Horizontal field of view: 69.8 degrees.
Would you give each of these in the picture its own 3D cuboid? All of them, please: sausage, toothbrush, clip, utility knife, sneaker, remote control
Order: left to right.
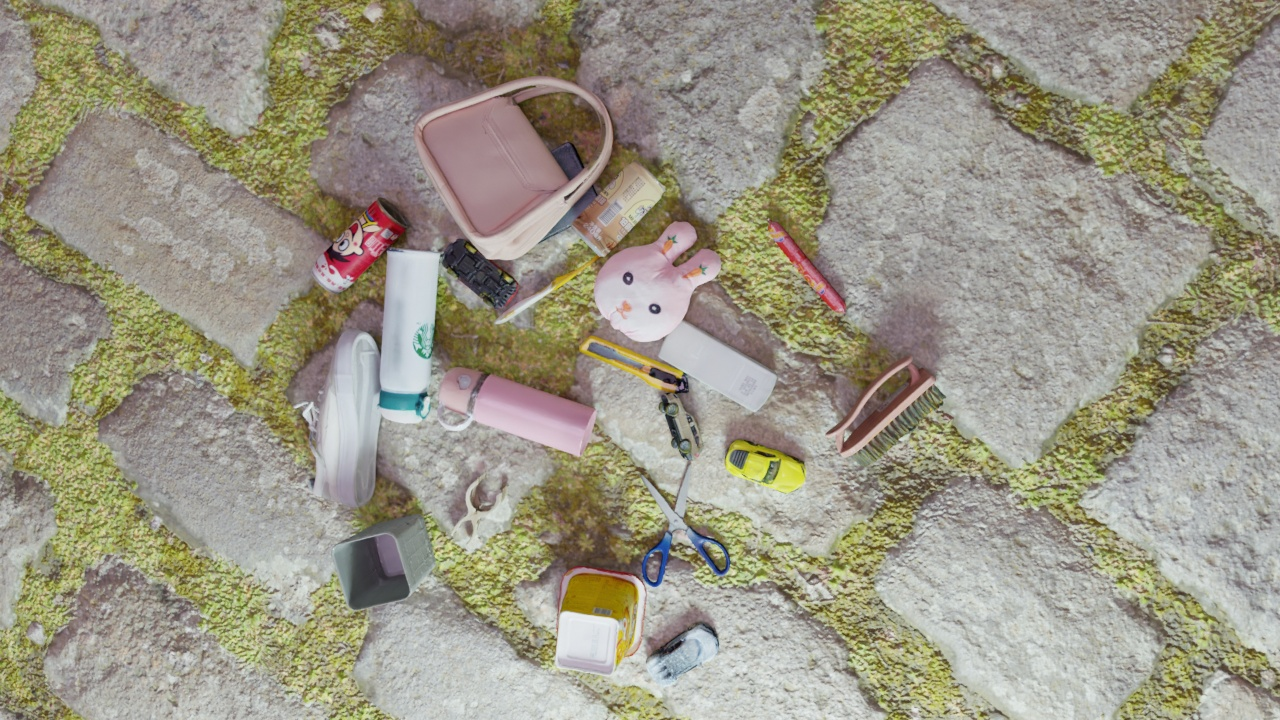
[{"bbox_3d":[-0.399,0.072,1.211,0.091,0.089,0.242,9,104,11],"label":"sneaker"},{"bbox_3d":[-0.226,0.189,1.223,0.105,0.034,0.084,-40,93,18],"label":"clip"},{"bbox_3d":[-0.112,-0.101,1.183,0.191,0.016,0.018,-32,80,10],"label":"toothbrush"},{"bbox_3d":[-0.007,0.007,1.179,0.154,0.015,0.033,22,96,5],"label":"utility knife"},{"bbox_3d":[0.098,0.006,1.162,0.150,0.021,0.058,31,99,4],"label":"remote control"},{"bbox_3d":[0.204,-0.115,1.135,0.020,0.020,0.156,-40,90,10],"label":"sausage"}]

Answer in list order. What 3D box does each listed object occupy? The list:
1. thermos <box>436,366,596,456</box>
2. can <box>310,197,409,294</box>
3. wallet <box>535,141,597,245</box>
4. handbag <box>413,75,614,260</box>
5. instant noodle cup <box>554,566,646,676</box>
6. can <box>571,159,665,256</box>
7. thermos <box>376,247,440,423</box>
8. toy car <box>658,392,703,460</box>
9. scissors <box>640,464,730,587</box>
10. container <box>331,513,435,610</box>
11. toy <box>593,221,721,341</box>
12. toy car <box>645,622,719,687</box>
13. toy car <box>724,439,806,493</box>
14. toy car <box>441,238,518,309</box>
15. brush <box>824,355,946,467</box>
[{"bbox_3d":[-0.162,0.071,1.177,0.198,0.067,0.087,17,63,4],"label":"thermos"},{"bbox_3d":[-0.365,-0.148,1.192,0.133,0.053,0.053,-42,89,10],"label":"can"},{"bbox_3d":[-0.120,-0.209,1.170,0.121,0.019,0.097,-26,91,8],"label":"wallet"},{"bbox_3d":[-0.142,-0.255,1.132,0.234,0.093,0.193,-33,81,-1],"label":"handbag"},{"bbox_3d":[-0.057,0.336,1.169,0.116,0.123,0.116,7,97,6],"label":"instant noodle cup"},{"bbox_3d":[-0.028,-0.187,1.134,0.058,0.058,0.116,44,93,1],"label":"can"},{"bbox_3d":[-0.299,-0.031,1.190,0.073,0.073,0.224,7,98,7],"label":"thermos"},{"bbox_3d":[0.051,0.082,1.167,0.035,0.042,0.090,-24,98,-14],"label":"toy car"},{"bbox_3d":[0.050,0.225,1.199,0.162,0.012,0.175,32,98,5],"label":"scissors"},{"bbox_3d":[-0.330,0.259,1.203,0.090,0.114,0.090,-14,94,9],"label":"container"},{"bbox_3d":[0.020,-0.100,1.147,0.159,0.054,0.121,-43,84,3],"label":"toy"},{"bbox_3d":[0.056,0.388,1.206,0.106,0.031,0.049,-37,91,9],"label":"toy car"},{"bbox_3d":[0.159,0.136,1.163,0.105,0.032,0.048,19,98,4],"label":"toy car"},{"bbox_3d":[-0.208,-0.113,1.185,0.106,0.031,0.049,38,99,1],"label":"toy car"},{"bbox_3d":[0.297,0.064,1.121,0.073,0.063,0.146,45,102,-3],"label":"brush"}]
